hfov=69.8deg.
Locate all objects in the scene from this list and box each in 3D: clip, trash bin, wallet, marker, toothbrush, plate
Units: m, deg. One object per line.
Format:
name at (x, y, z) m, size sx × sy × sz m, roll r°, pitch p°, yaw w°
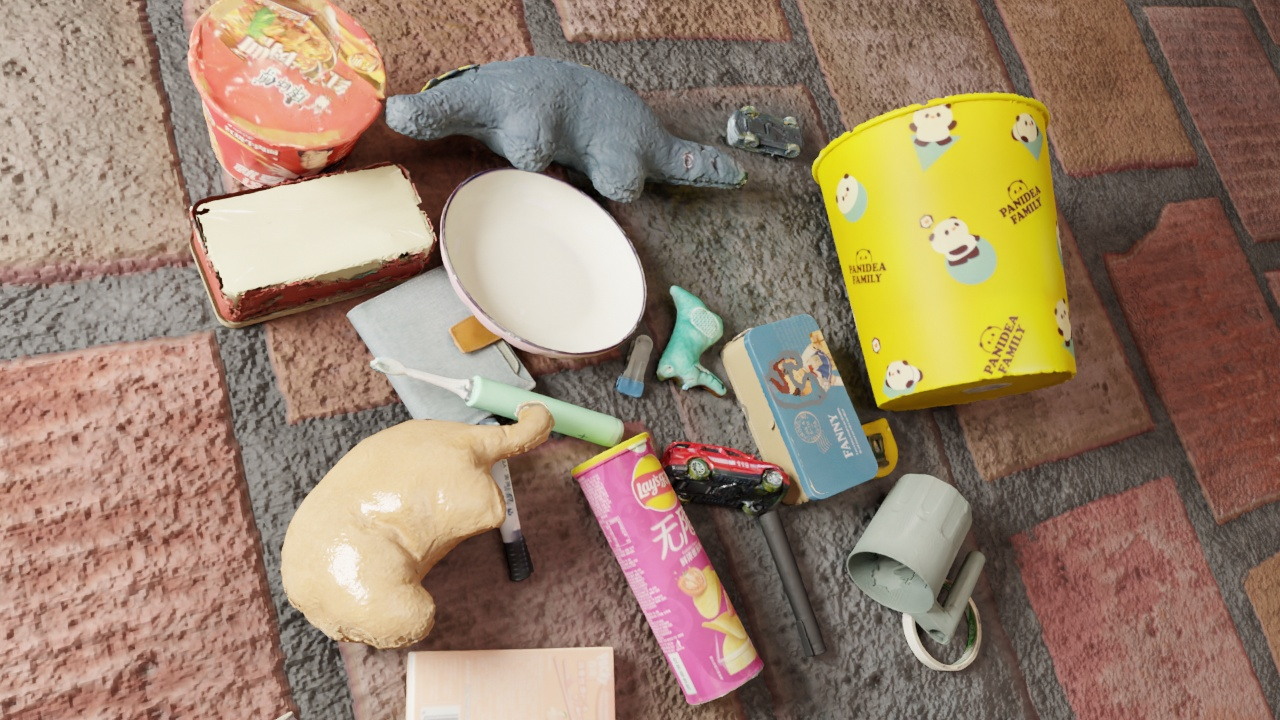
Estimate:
clip at (-0.005, 0.005, 0.829) m, size 0.024 × 0.029 × 0.056 m, roll 19°, pitch 75°, yaw -16°
trash bin at (0.303, -0.092, 0.900) m, size 0.229 × 0.230 × 0.255 m, roll -1°, pitch 77°, yaw -26°
wallet at (-0.157, -0.008, 0.747) m, size 0.106 × 0.037 × 0.129 m, roll -33°, pitch 90°, yaw -31°
marker at (-0.107, 0.110, 0.729) m, size 0.022 × 0.018 × 0.130 m, roll -7°, pitch 84°, yaw -56°
toothbrush at (-0.108, 0.033, 0.733) m, size 0.224 × 0.027 × 0.026 m, roll 20°, pitch 71°, yaw -34°
marker at (0.135, 0.199, 0.822) m, size 0.022 × 0.020 × 0.132 m, roll -11°, pitch 77°, yaw -37°
plate at (-0.086, -0.079, 0.791) m, size 0.192 × 0.039 × 0.192 m, roll 18°, pitch 52°, yaw -25°

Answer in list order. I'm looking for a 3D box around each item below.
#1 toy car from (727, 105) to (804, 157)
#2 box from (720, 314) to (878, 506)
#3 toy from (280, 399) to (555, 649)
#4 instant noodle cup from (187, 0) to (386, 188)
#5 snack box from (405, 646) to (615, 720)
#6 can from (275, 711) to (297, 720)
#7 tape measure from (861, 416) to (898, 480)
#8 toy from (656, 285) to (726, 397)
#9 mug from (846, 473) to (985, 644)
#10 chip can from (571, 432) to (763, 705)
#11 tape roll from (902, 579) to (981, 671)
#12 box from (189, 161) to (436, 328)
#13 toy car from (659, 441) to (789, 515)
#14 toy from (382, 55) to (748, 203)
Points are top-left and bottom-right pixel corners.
toy car at (0.133, -0.238, 0.973) m, size 0.090 × 0.034 × 0.043 m, roll 4°, pitch 67°, yaw -26°
box at (0.149, 0.052, 0.860) m, size 0.089 × 0.060 × 0.184 m, roll -19°, pitch 79°, yaw -29°
toy at (-0.160, 0.097, 0.666) m, size 0.143 × 0.083 × 0.225 m, roll 26°, pitch 63°, yaw 19°
instant noodle cup at (-0.277, -0.198, 0.719) m, size 0.137 × 0.109 × 0.137 m, roll 9°, pitch 67°, yaw -23°
snack box at (-0.095, 0.259, 0.685) m, size 0.157 × 0.026 × 0.084 m, roll 7°, pitch 69°, yaw -24°
can at (-0.217, 0.301, 0.596) m, size 0.053 × 0.053 × 0.134 m, roll -29°, pitch 85°, yaw -31°
tape measure at (0.227, 0.087, 0.901) m, size 0.059 × 0.029 × 0.057 m, roll -14°, pitch 79°, yaw -29°
toy at (0.049, -0.010, 0.854) m, size 0.096 × 0.030 × 0.091 m, roll 36°, pitch 65°, yaw -18°
mug at (0.265, 0.183, 0.855) m, size 0.124 × 0.084 × 0.103 m, roll 47°, pitch 57°, yaw -9°
chip can at (0.021, 0.168, 0.749) m, size 0.071 × 0.072 × 0.210 m, roll -24°, pitch 84°, yaw -30°
tape roll at (0.289, 0.253, 0.878) m, size 0.085 × 0.014 × 0.085 m, roll 9°, pitch 68°, yaw -23°
box at (-0.250, -0.093, 0.712) m, size 0.168 × 0.077 × 0.091 m, roll -20°, pitch 80°, yaw -29°
toy car at (0.072, 0.102, 0.807) m, size 0.120 × 0.053 × 0.045 m, roll 14°, pitch 48°, yaw -16°
toy at (-0.062, -0.211, 0.825) m, size 0.355 × 0.092 × 0.137 m, roll 5°, pitch 41°, yaw -32°
